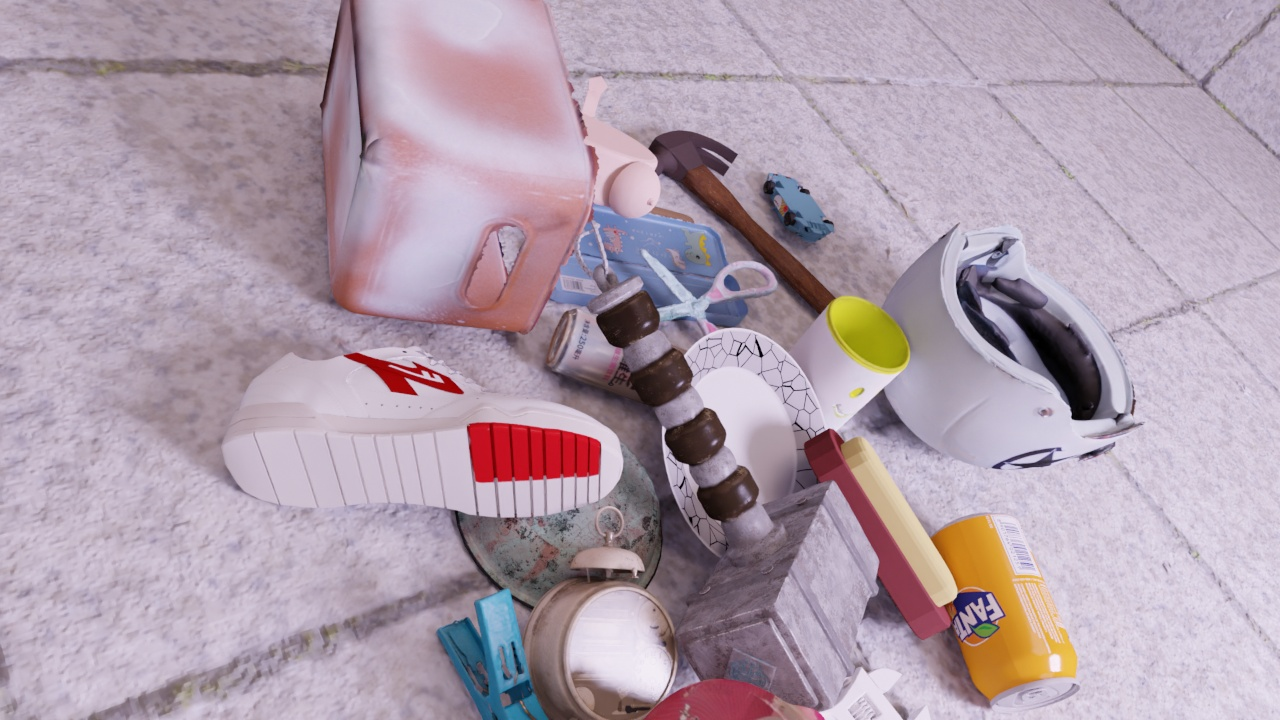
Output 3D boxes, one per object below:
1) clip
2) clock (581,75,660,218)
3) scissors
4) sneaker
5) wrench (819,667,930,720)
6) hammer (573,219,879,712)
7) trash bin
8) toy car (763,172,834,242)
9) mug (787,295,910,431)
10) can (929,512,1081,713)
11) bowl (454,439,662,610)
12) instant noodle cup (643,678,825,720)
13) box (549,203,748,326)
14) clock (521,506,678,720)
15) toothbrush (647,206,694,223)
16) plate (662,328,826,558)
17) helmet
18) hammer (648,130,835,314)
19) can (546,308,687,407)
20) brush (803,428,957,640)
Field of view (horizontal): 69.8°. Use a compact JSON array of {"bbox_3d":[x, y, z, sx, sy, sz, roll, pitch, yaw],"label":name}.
[{"bbox_3d":[-0.081,0.200,0.531,0.027,0.104,0.120,-15,69,-35],"label":"clip"},{"bbox_3d":[-0.047,-0.198,0.844,0.131,0.086,0.160,19,29,-19],"label":"clock"},{"bbox_3d":[0.069,-0.048,0.833,0.170,0.014,0.172,45,57,-1],"label":"scissors"},{"bbox_3d":[-0.130,0.033,0.585,0.236,0.090,0.104,1,45,-4],"label":"sneaker"},{"bbox_3d":[0.088,0.253,0.605,0.272,0.018,0.066,-1,54,-31],"label":"wrench"},{"bbox_3d":[0.040,0.057,0.600,0.326,0.080,0.176,60,30,-6],"label":"hammer"},{"bbox_3d":[-0.153,-0.165,0.704,0.157,0.182,0.259,3,52,-27],"label":"trash bin"},{"bbox_3d":[0.171,-0.166,1.017,0.060,0.028,0.107,6,40,-28],"label":"toy car"},{"bbox_3d":[0.171,0.008,0.806,0.082,0.106,0.082,17,45,-19],"label":"mug"},{"bbox_3d":[0.287,0.198,0.731,0.079,0.079,0.142,10,49,-25],"label":"can"},{"bbox_3d":[-0.048,0.098,0.640,0.157,0.039,0.157,17,46,-19],"label":"bowl"},{"bbox_3d":[0.068,0.263,0.484,0.077,0.179,0.178,18,43,-41],"label":"instant noodle cup"},{"bbox_3d":[-0.002,-0.093,0.853,0.208,0.021,0.125,7,48,-28],"label":"box"},{"bbox_3d":[-0.019,0.159,0.560,0.092,0.055,0.140,12,71,-31],"label":"clock"},{"bbox_3d":[-0.020,-0.152,0.896,0.166,0.016,0.016,11,45,-26],"label":"toothbrush"},{"bbox_3d":[0.083,0.069,0.722,0.188,0.016,0.188,12,72,-38],"label":"plate"},{"bbox_3d":[0.332,0.005,0.869,0.263,0.164,0.236,0,57,-40],"label":"helmet"},{"bbox_3d":[0.130,-0.121,0.950,0.323,0.033,0.115,47,46,11],"label":"hammer"},{"bbox_3d":[-0.004,0.004,0.738,0.135,0.054,0.054,20,45,-15],"label":"can"},{"bbox_3d":[0.191,0.128,0.714,0.173,0.042,0.082,59,14,6],"label":"brush"}]
